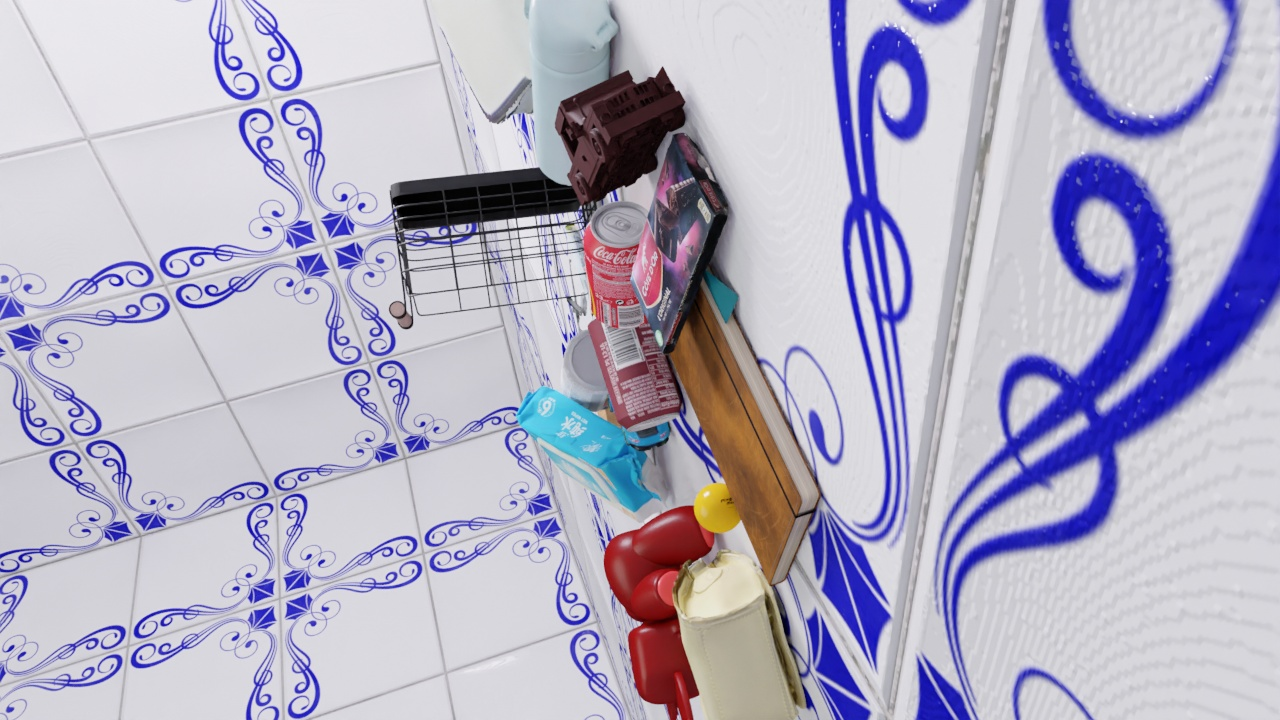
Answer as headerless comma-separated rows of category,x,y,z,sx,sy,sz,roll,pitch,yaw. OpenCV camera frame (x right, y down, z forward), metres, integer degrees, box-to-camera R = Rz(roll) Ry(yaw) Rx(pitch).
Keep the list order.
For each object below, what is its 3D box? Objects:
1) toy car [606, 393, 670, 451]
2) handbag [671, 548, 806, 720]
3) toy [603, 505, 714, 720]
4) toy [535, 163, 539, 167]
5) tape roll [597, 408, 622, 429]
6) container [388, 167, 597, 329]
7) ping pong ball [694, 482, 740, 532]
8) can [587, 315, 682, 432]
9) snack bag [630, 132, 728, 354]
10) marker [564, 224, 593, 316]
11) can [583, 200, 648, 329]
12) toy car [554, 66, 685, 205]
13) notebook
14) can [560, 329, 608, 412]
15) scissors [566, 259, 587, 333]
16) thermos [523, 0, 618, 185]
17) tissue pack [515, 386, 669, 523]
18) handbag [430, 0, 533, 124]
toy car,-0.004,0.053,0.967,0.105,0.048,0.032,-118,15,-51
handbag,0.075,0.227,0.755,0.111,0.081,0.119,-119,13,-77
toy,0.032,0.249,0.890,0.159,0.120,0.197,113,149,-70
toy,-0.095,-0.231,0.995,0.100,0.036,0.080,160,131,-77
tape roll,-0.044,0.048,1.222,0.094,0.027,0.094,163,91,-79
container,-0.152,-0.118,0.994,0.163,0.241,0.130,155,107,-80
ping pong ball,0.063,0.119,0.740,0.040,0.040,0.040,163,91,-80
can,-0.005,0.005,0.860,0.063,0.063,0.114,118,134,-75
snack bag,0.024,-0.077,0.638,0.156,0.018,0.074,108,145,-54
marker,-0.068,-0.103,1.152,0.017,0.017,0.146,127,127,-77
can,-0.015,-0.080,0.781,0.105,0.064,0.064,89,162,-54
toy car,-0.020,-0.165,0.661,0.062,0.070,0.170,62,169,0
notebook,0.062,0.021,0.672,0.179,0.014,0.249,90,160,-58
can,-0.054,0.014,1.087,0.136,0.078,0.078,116,136,-75
scissors,-0.080,-0.049,1.180,0.141,0.014,0.172,-68,-25,-76
thermos,-0.061,-0.233,0.784,0.078,0.065,0.207,36,160,10
tissue pack,-0.053,0.109,1.072,0.209,0.066,0.117,24,154,44
handbag,-0.106,-0.326,0.854,0.176,0.073,0.151,-30,86,50
